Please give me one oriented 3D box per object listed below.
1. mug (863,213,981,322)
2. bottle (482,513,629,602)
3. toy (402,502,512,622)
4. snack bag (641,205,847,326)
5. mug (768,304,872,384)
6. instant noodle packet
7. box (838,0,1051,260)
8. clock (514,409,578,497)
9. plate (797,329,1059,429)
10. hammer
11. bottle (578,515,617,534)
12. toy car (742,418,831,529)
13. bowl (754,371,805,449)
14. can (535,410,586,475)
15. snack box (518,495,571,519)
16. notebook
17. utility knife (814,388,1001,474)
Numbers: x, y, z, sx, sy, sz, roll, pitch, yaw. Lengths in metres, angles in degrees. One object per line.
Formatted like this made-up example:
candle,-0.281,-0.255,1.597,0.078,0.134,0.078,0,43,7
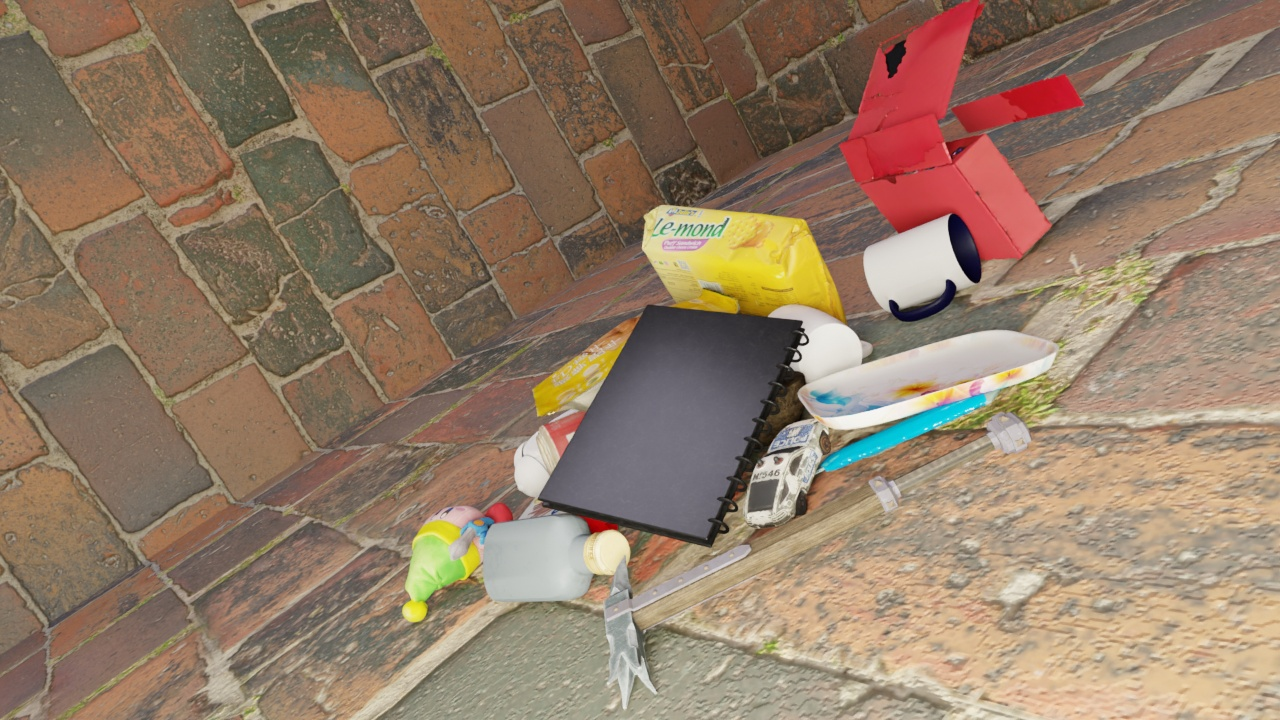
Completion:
mug,0.299,-0.090,0.975,0.097,0.078,0.111,-20,43,38
bottle,-0.073,0.168,0.782,0.046,0.072,0.162,11,-19,-40
toy,-0.193,0.203,0.950,0.124,0.097,0.131,-13,1,37
snack bag,0.113,-0.092,1.037,0.248,0.160,0.068,15,57,44
mug,0.186,-0.011,0.921,0.114,0.081,0.087,-1,11,-16
instant noodle packet,-0.006,0.006,0.955,0.221,0.084,0.163,-21,13,-5
box,0.313,-0.253,1.022,0.124,0.315,0.211,-21,9,-11
clock,-0.081,0.094,1.097,0.161,0.073,0.125,-30,12,-3
plate,0.223,0.015,0.736,0.187,0.016,0.187,-17,6,5
hammer,0.117,0.114,0.631,0.317,0.028,0.147,-27,20,5
bottle,-0.079,0.171,0.863,0.119,0.036,0.036,-27,12,17
toy car,0.113,0.084,0.723,0.049,0.040,0.112,-18,30,43
bowl,0.100,0.054,0.858,0.121,0.056,0.121,-16,7,2
can,-0.027,0.074,1.008,0.170,0.067,0.067,-22,10,-14
snack box,-0.059,0.146,0.942,0.150,0.026,0.081,-24,14,25
notebook,0.034,0.045,0.795,0.169,0.019,0.230,8,53,30
utility knife,0.185,0.065,0.722,0.210,0.015,0.031,-26,10,21
